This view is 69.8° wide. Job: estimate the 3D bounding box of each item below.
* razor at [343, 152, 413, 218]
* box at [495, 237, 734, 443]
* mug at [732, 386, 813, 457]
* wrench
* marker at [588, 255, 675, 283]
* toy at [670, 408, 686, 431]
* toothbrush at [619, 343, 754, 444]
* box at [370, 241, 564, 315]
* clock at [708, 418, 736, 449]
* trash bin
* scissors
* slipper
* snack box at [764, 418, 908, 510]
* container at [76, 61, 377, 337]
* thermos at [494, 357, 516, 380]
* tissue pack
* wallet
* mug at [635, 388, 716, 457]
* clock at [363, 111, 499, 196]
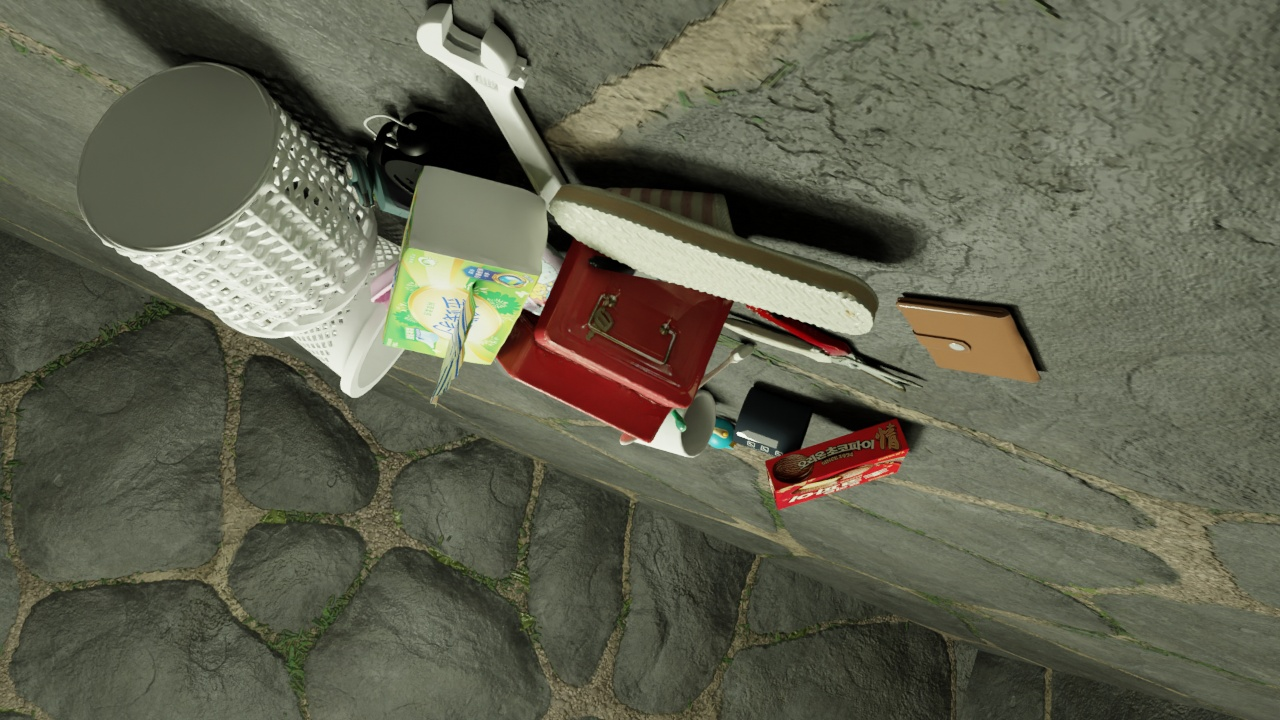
[{"bbox_3d":[-0.207,-0.153,0.861,0.142,0.052,0.047,17,168,-22],"label":"razor"},{"bbox_3d":[-0.037,-0.020,0.850,0.156,0.156,0.171,29,164,-23],"label":"box"},{"bbox_3d":[0.164,0.075,1.116,0.077,0.071,0.105,19,-167,14],"label":"mug"},{"bbox_3d":[-0.088,-0.166,0.676,0.066,0.018,0.273,19,167,16],"label":"wrench"},{"bbox_3d":[0.026,-0.071,0.783,0.152,0.011,0.011,10,173,-24],"label":"marker"},{"bbox_3d":[-0.022,0.022,1.145,0.131,0.072,0.193,-11,130,48],"label":"toy"},{"bbox_3d":[0.049,0.033,0.928,0.015,0.180,0.018,58,155,-7],"label":"toothbrush"},{"bbox_3d":[-0.163,-0.082,0.912,0.153,0.066,0.202,24,147,-36],"label":"box"},{"bbox_3d":[0.098,0.105,1.370,0.099,0.043,0.129,16,172,25],"label":"clock"},{"bbox_3d":[-0.368,-0.092,1.081,0.199,0.195,0.196,32,166,-2],"label":"trash bin"},{"bbox_3d":[0.164,-0.014,0.866,0.180,0.015,0.185,11,162,35],"label":"scissors"},{"bbox_3d":[0.054,-0.086,0.688,0.263,0.052,0.115,21,169,20],"label":"slipper"},{"bbox_3d":[0.226,0.124,1.070,0.152,0.035,0.133,-18,160,4],"label":"snack box"},{"bbox_3d":[-0.370,-0.141,0.846,0.189,0.189,0.187,18,165,16],"label":"container"},{"bbox_3d":[-0.145,-0.038,1.110,0.082,0.082,0.241,22,166,0],"label":"thermos"},{"bbox_3d":[-0.152,-0.042,0.753,0.120,0.141,0.198,9,156,-11],"label":"tissue pack"},{"bbox_3d":[0.258,-0.015,0.719,0.087,0.013,0.121,11,163,38],"label":"wallet"},{"bbox_3d":[0.050,0.074,1.250,0.090,0.091,0.121,13,-163,34],"label":"mug"},{"bbox_3d":[-0.169,-0.164,0.750,0.120,0.042,0.091,32,163,-34],"label":"clock"}]
